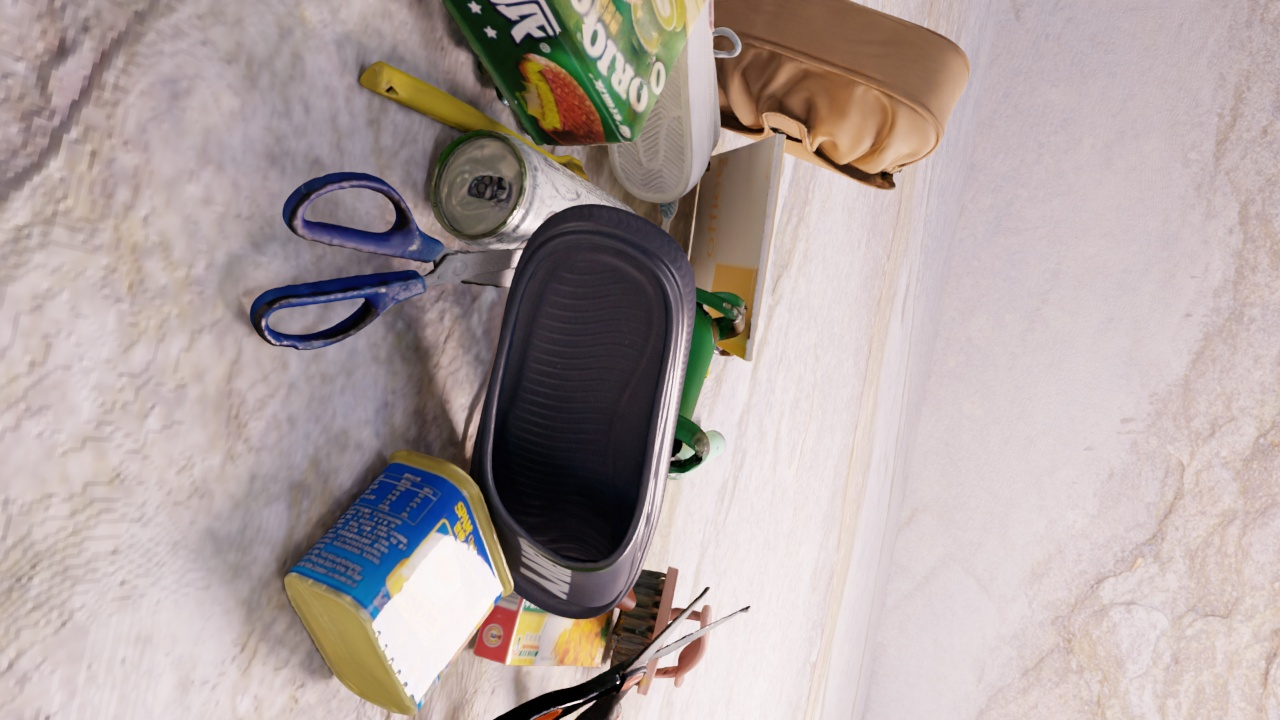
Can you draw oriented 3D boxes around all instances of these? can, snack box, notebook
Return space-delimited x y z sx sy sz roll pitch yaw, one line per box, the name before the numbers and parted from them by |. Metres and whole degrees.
can | -0.115 0.109 0.446 0.083 0.057 0.102 -52 144 -41
snack box | -0.054 -0.215 0.388 0.240 0.063 0.114 54 51 -47
can | -0.051 -0.078 0.504 0.146 0.058 0.058 13 88 -66
notebook | 0.063 -0.084 0.675 0.206 0.010 0.146 -135 -128 -77
snack box | -0.057 0.169 0.632 0.155 0.027 0.077 41 61 -63

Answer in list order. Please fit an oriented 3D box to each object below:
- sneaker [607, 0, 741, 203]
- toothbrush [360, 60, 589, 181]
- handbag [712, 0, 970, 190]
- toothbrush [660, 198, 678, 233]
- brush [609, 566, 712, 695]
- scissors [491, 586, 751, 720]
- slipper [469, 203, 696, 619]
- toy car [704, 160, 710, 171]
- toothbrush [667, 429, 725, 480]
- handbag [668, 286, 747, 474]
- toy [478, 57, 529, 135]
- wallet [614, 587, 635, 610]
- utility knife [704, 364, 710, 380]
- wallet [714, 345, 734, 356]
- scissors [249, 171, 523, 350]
sneaker | 0.014 -0.220 0.542 0.090 0.090 0.242 -51 142 -44
toothbrush | -0.076 -0.116 0.480 0.016 0.016 0.190 60 19 15
handbag | 0.126 -0.199 0.677 0.099 0.204 0.148 -63 166 -10
toothbrush | 0.006 -0.021 0.693 0.026 0.027 0.221 -7 106 -74
brush | 0.014 0.223 0.723 0.146 0.073 0.063 98 5 -51
scissors | -0.023 0.225 0.615 0.233 0.021 0.221 -16 146 -32
slipper | -0.042 0.053 0.462 0.083 0.111 0.269 -64 170 -52
toy car | 0.027 -0.162 0.667 0.091 0.036 0.043 -11 108 -61
toothbrush | 0.037 0.084 0.775 0.027 0.026 0.224 -70 164 8
handbag | -0.003 0.003 0.567 0.068 0.120 0.131 76 26 -47
toy | -0.057 -0.171 0.491 0.091 0.030 0.096 -60 157 -27
wallet | -0.028 0.103 0.625 0.101 0.032 0.124 47 39 -64
utility knife | 0.030 0.030 0.782 0.153 0.015 0.033 -43 141 -53
wallet | 0.079 -0.068 0.831 0.090 0.033 0.115 42 61 -66
scissors | -0.095 -0.035 0.414 0.140 0.012 0.171 -45 151 -2
